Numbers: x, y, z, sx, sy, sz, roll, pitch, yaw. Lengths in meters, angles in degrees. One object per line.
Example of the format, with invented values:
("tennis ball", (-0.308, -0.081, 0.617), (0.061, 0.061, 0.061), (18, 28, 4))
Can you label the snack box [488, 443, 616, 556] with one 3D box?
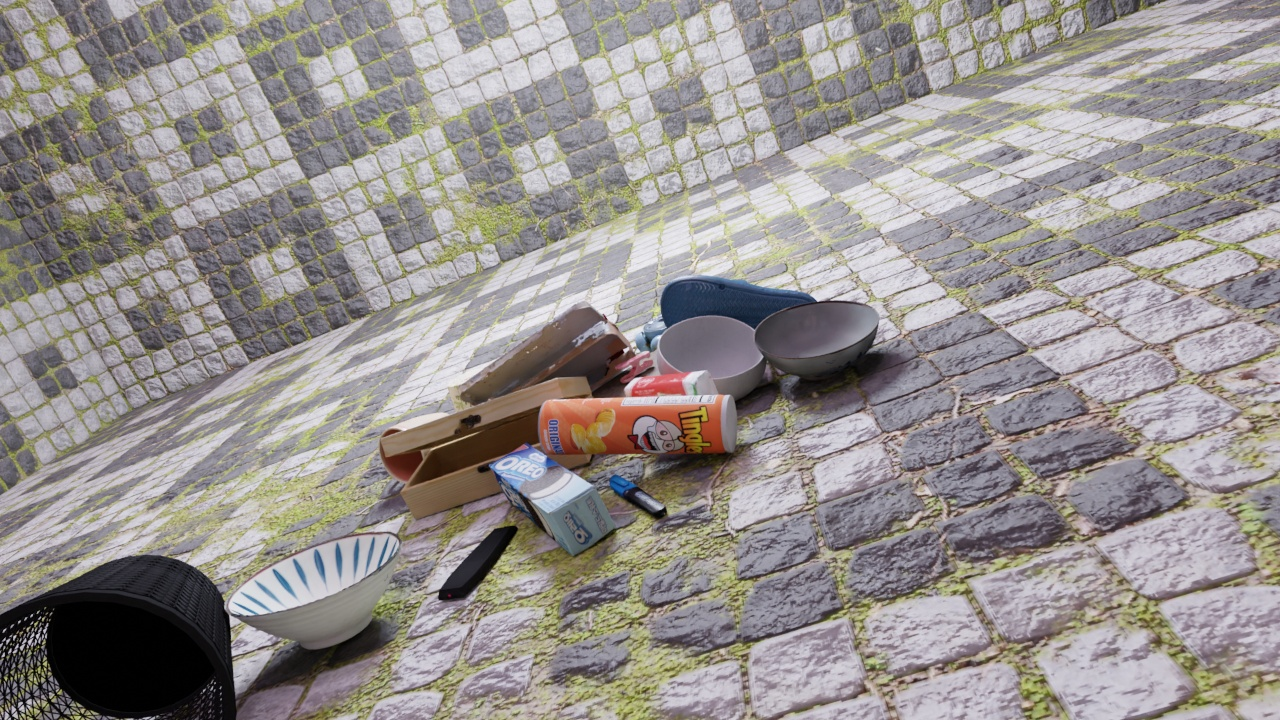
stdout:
("snack box", (-0.101, 0.145, 0.998), (0.059, 0.059, 0.226), (-32, 18, -17))

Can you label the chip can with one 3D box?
("chip can", (-0.004, 0.071, 1.006), (0.211, 0.062, 0.062), (-2, 22, 17))

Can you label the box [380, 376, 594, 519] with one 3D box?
("box", (-0.187, 0.089, 1.178), (0.249, 0.123, 0.140), (-18, 21, 14))

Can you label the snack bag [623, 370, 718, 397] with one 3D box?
("snack bag", (0.042, 0.053, 1.063), (0.116, 0.077, 0.036), (-7, 24, 43))

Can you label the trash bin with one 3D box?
("trash bin", (-0.464, 0.280, 0.812), (0.216, 0.217, 0.243), (-27, 10, -16))

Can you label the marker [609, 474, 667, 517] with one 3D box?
("marker", (-0.004, 0.141, 0.957), (0.018, 0.015, 0.123), (-28, 18, -19))

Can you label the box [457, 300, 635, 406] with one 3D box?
("box", (-0.126, 0.013, 1.246), (0.217, 0.154, 0.058), (-34, 49, 10))

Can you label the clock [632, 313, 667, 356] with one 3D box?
("clock", (0.042, -0.038, 1.405), (0.124, 0.052, 0.089), (-31, 19, -23))

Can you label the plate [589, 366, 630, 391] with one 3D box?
("plate", (-0.079, 0.041, 1.372), (0.173, 0.019, 0.172), (-21, 16, 6))

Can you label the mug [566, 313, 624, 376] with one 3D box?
("mug", (-0.080, -0.021, 1.346), (0.088, 0.087, 0.114), (-26, 56, -4))

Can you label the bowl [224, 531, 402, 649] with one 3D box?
("bowl", (-0.320, 0.243, 0.934), (0.177, 0.071, 0.177), (-14, 12, 3))

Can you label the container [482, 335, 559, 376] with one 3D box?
("container", (-0.169, 0.014, 1.439), (0.145, 0.071, 0.188), (-33, 9, -31))

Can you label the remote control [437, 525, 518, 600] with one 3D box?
("remote control", (-0.168, 0.210, 0.964), (0.039, 0.010, 0.124), (-14, 17, 27))

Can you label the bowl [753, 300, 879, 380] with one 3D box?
("bowl", (0.210, -0.016, 1.082), (0.151, 0.057, 0.150), (-12, 24, 5))

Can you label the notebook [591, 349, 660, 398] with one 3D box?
("notebook", (0.049, 0.021, 1.237), (0.214, 0.034, 0.190), (-33, 20, -32))

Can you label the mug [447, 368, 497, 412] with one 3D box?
("mug", (-0.233, 0.071, 1.340), (0.081, 0.097, 0.122), (-26, 16, -11))

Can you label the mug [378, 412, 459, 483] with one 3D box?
("mug", (-0.318, 0.129, 1.324), (0.112, 0.085, 0.104), (-47, -9, 31))

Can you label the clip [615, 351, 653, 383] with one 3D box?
("clip", (-0.005, 0.013, 1.242), (0.058, 0.038, 0.022), (-33, 16, -26))

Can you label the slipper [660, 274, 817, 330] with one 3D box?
("slipper", (0.131, -0.058, 1.205), (0.214, 0.104, 0.059), (7, 15, 7))

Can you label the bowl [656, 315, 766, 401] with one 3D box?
("bowl", (0.087, 0.008, 1.136), (0.132, 0.064, 0.131), (-1, 37, 1))
